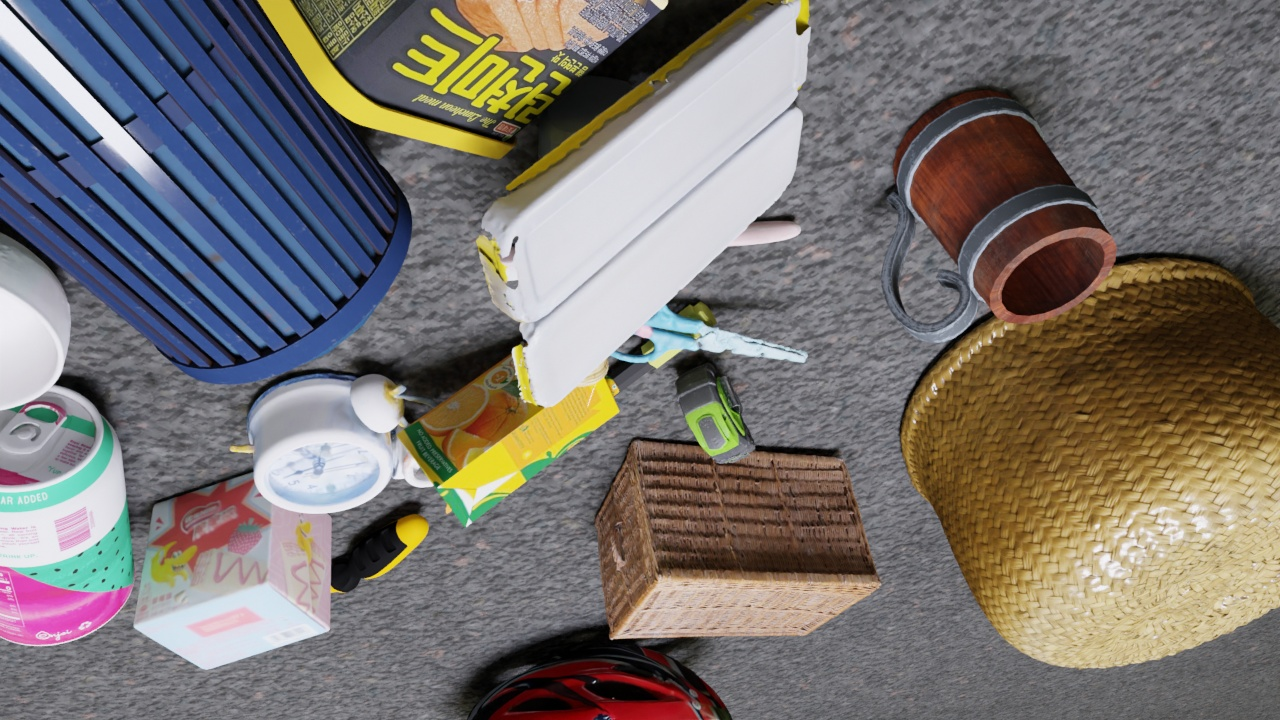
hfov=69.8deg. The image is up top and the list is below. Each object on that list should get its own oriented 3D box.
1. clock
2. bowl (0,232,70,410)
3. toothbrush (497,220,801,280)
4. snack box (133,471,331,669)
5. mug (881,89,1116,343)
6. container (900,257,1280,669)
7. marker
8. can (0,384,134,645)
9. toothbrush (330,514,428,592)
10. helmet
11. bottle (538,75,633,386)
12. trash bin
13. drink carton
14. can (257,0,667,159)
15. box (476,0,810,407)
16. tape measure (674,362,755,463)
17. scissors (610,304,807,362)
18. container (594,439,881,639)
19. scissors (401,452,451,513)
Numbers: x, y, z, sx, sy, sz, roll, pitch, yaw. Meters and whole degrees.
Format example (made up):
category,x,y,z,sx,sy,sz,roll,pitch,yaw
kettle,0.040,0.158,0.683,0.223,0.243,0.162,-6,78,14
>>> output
category,x,y,z,sx,sy,sz,roll,pitch,yaw
clock,-0.185,0.049,0.577,0.125,0.052,0.089,-16,140,-4
bowl,-0.334,-0.027,0.442,0.105,0.054,0.105,-9,141,-7
toothbrush,0.006,-0.065,0.533,0.181,0.015,0.018,-8,146,-8
snack box,-0.269,0.139,0.617,0.093,0.094,0.079,-18,139,4
mug,0.182,-0.073,0.504,0.118,0.111,0.081,-34,136,20
container,0.372,0.092,0.689,0.306,0.196,0.308,-9,138,-9
marker,-0.004,0.004,0.605,0.124,0.017,0.021,-37,134,24
can,-0.355,0.095,0.546,0.088,0.088,0.166,4,136,-21
toothbrush,-0.230,0.168,0.715,0.197,0.031,0.030,-35,161,28
helmet,-0.044,0.371,0.893,0.272,0.166,0.217,-20,139,6
bottle,-0.029,-0.056,0.474,0.046,0.072,0.162,8,130,1
trash bin,-0.195,-0.105,0.335,0.139,0.139,0.250,-20,141,6
drink carton,-0.076,0.036,0.554,0.122,0.058,0.041,-36,135,-15
can,-0.060,-0.141,0.346,0.101,0.072,0.130,-35,174,18
box,0.012,-0.075,0.430,0.209,0.023,0.127,-44,148,-26
tape measure,0.052,0.034,0.621,0.036,0.065,0.058,-26,162,16
scissors,0.038,-0.016,0.574,0.136,0.015,0.057,9,121,-4
container,0.068,0.145,0.714,0.198,0.113,0.113,7,139,-22
scissors,-0.105,0.059,0.613,0.128,0.011,0.125,2,129,-51
